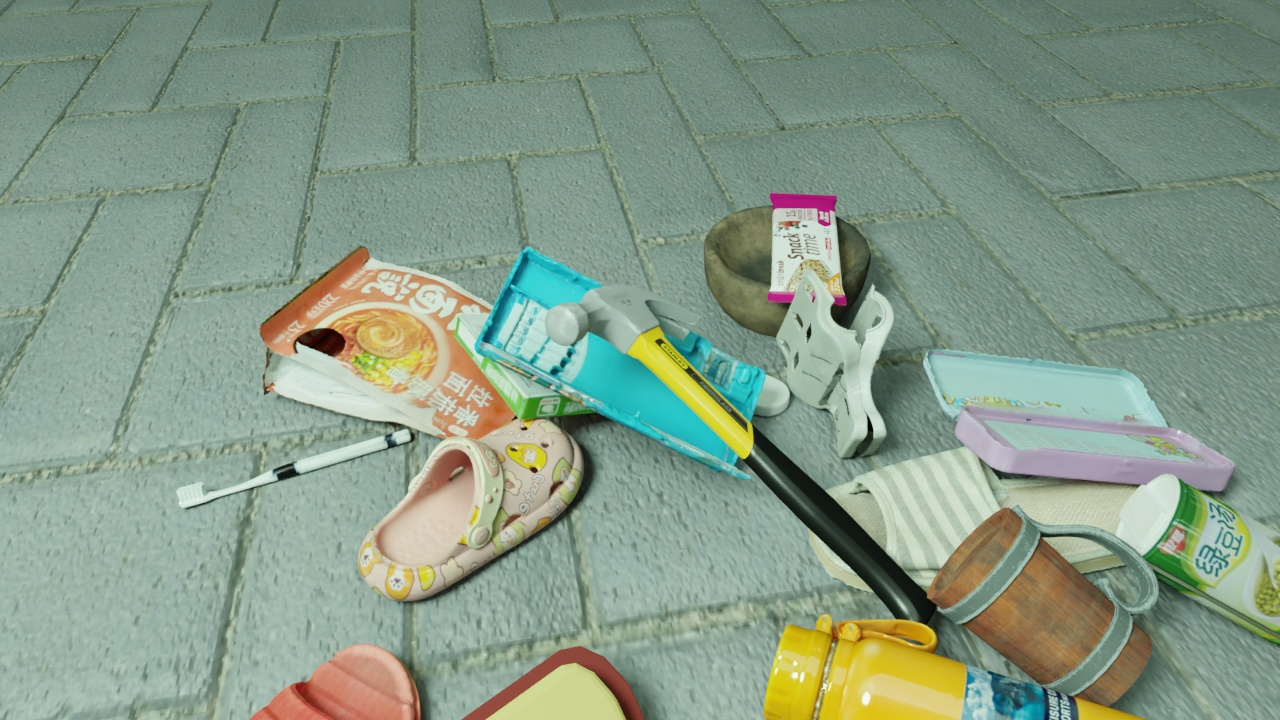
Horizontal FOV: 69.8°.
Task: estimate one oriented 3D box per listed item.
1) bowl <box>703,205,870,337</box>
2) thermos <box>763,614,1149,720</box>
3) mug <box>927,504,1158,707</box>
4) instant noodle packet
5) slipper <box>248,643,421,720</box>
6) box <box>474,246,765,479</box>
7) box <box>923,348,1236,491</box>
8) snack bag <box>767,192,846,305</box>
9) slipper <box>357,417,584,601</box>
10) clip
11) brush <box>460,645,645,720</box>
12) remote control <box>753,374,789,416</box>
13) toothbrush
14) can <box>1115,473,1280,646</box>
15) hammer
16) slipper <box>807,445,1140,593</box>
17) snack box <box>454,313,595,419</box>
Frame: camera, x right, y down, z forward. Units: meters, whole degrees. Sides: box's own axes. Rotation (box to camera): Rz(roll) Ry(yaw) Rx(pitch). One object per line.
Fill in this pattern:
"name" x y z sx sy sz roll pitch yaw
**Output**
"bowl" 0.143 -0.085 0.915 0.162 0.070 0.162 -1 39 0
"thermos" 0.194 0.216 0.543 0.233 0.076 0.091 13 16 17
"mug" 0.265 0.148 0.589 0.111 0.082 0.117 41 69 12
"instant noodle packet" -0.203 -0.002 0.838 0.221 0.084 0.164 22 38 9
"slipper" -0.213 0.257 0.510 0.103 0.059 0.248 15 43 20
"box" -0.015 0.021 0.707 0.227 0.087 0.168 27 33 -12
"box" 0.346 0.047 0.739 0.214 0.041 0.151 6 34 -13
"snack bag" 0.157 -0.112 0.877 0.070 0.016 0.196 3 39 7
"slipper" -0.124 0.097 0.689 0.093 0.082 0.196 29 49 30
"clip" 0.179 0.004 0.773 0.105 0.127 0.151 -26 67 -14
"brush" -0.074 0.235 0.519 0.173 0.042 0.082 -29 76 -30
"remote control" 0.072 0.015 0.838 0.136 0.013 0.043 23 45 27
"toothbrush" -0.282 0.086 0.756 0.186 0.017 0.012 -16 30 -18
"can" 0.391 0.133 0.617 0.121 0.067 0.067 29 45 8
"hammer" 0.079 0.061 0.646 0.323 0.029 0.126 45 33 12
"slipper" 0.262 0.116 0.683 0.272 0.054 0.114 -3 44 -3
"snack box" -0.062 0.000 0.808 0.167 0.027 0.132 -4 34 -37
